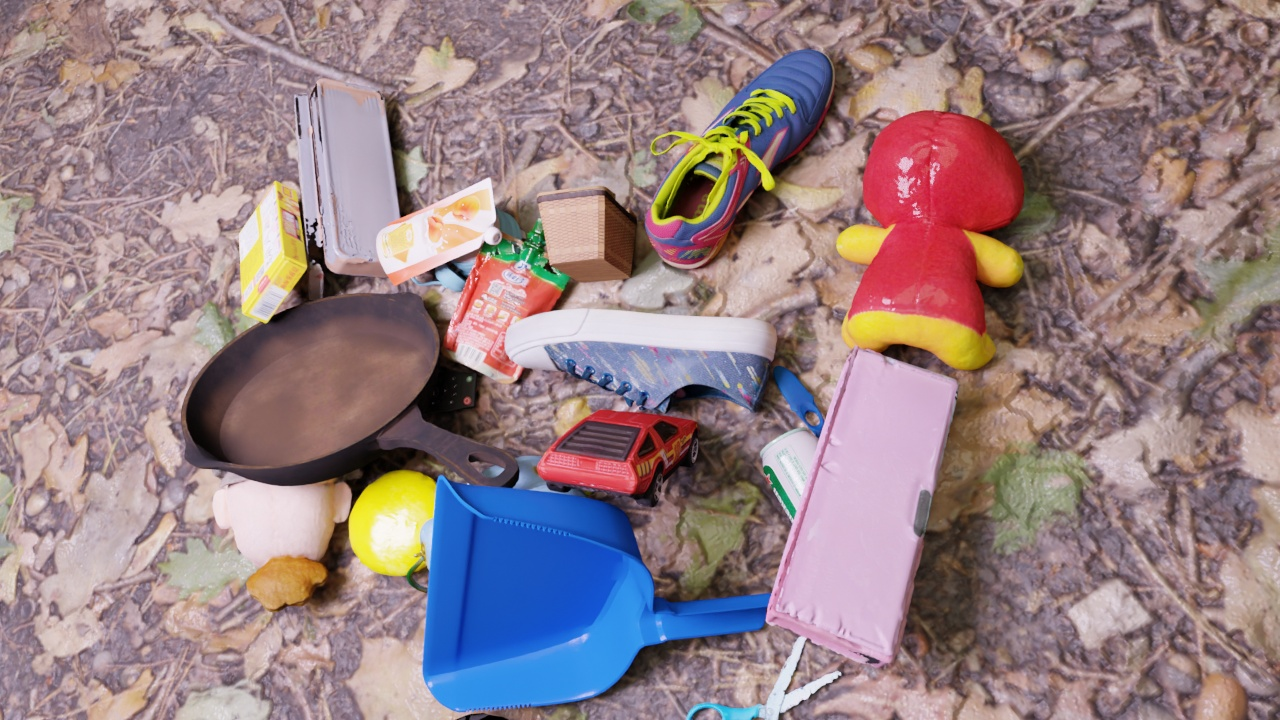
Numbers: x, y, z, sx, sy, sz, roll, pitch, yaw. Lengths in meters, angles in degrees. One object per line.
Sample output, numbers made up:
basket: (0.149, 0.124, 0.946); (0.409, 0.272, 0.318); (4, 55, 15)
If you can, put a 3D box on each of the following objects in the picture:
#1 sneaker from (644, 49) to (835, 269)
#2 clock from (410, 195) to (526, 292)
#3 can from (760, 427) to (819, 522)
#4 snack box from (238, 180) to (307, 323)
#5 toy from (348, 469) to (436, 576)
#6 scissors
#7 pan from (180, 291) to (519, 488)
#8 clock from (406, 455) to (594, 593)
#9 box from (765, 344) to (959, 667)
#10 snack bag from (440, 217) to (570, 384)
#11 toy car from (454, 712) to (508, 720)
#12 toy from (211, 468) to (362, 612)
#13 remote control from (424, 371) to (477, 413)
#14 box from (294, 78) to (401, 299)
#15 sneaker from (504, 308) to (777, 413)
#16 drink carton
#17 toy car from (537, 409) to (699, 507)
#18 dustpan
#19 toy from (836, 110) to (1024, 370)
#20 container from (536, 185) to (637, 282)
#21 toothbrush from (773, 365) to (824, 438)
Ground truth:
sneaker: (0.092, -0.190, 0.808); (0.116, 0.091, 0.241); (32, 82, 25)
clock: (-0.171, -0.109, 0.887); (0.123, 0.042, 0.087); (-20, 67, 14)
can: (0.137, 0.106, 0.714); (0.053, 0.053, 0.101); (-30, 67, 4)
snack box: (-0.364, -0.110, 0.904); (0.075, 0.025, 0.152); (-48, 41, 17)
toy: (-0.212, 0.143, 0.808); (0.094, 0.041, 0.095); (-18, 67, 4)
scissors: (0.104, 0.274, 0.690); (0.133, 0.015, 0.103); (-30, 62, -1)
pan: (-0.234, 0.046, 0.785); (0.356, 0.043, 0.248); (21, 50, 32)
clock: (-0.112, 0.142, 0.740); (0.162, 0.118, 0.060); (-34, 55, -5)
box: (0.165, 0.096, 0.666); (0.098, 0.046, 0.232); (25, 60, 2)
snack bag: (-0.119, -0.060, 0.839); (0.087, 0.044, 0.155); (24, 87, -1)
toy car: (-0.140, 0.305, 0.732); (0.092, 0.042, 0.036); (-18, 42, 10)
toy: (-0.315, 0.137, 0.821); (0.133, 0.076, 0.175); (-7, 67, 0)
remote control: (-0.211, 0.032, 0.861); (0.125, 0.010, 0.039); (-4, 71, 15)
box: (-0.298, -0.177, 0.933); (0.107, 0.095, 0.216); (-9, 69, -11)
sneaker: (-0.005, 0.005, 0.774); (0.236, 0.087, 0.079); (1, 79, 12)
drink carton: (-0.184, -0.119, 0.849); (0.122, 0.039, 0.069); (-20, 67, 21)
toy car: (-0.010, 0.067, 0.704); (0.082, 0.189, 0.056); (8, 98, 16)
dustpan: (-0.025, 0.180, 0.687); (0.257, 0.246, 0.059); (-1, 41, -18)
toy: (0.236, -0.105, 0.740); (0.147, 0.099, 0.216); (10, 79, 11)
container: (-0.044, -0.109, 0.814); (0.063, 0.114, 0.061); (-4, 83, 14)
toothbrush: (0.146, 0.055, 0.749); (0.021, 0.016, 0.132); (-31, 67, -1)
